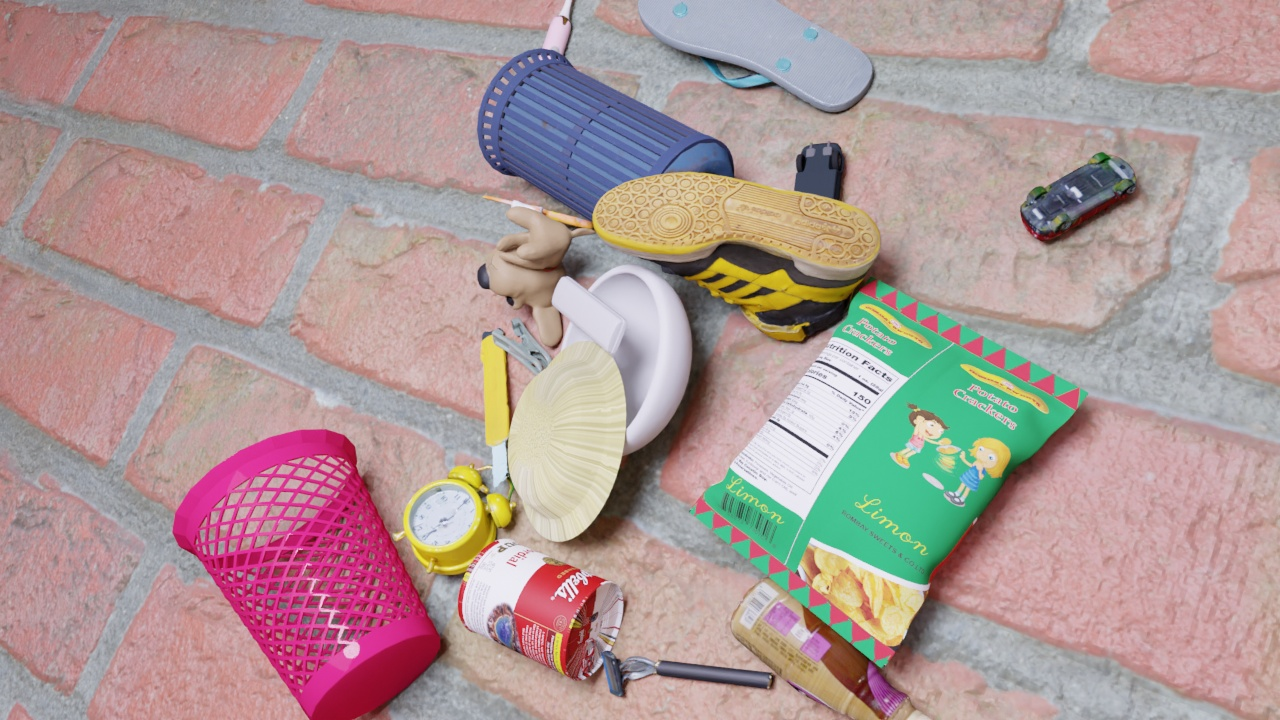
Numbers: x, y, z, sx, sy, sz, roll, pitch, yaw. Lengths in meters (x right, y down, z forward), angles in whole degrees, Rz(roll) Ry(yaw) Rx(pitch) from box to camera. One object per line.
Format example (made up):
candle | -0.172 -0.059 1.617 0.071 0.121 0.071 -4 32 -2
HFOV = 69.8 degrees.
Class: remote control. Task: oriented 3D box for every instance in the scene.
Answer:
remote control | -0.050 -0.044 0.847 0.131 0.012 0.033 39 111 54

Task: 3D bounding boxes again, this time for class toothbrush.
toothbrush | -0.101 -0.376 1.087 0.027 0.027 0.222 -8 63 54

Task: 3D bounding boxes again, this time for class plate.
plate | -0.081 0.069 0.832 0.185 0.036 0.184 -25 59 50

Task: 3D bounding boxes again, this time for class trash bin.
trash bin | -0.032 -0.202 0.917 0.249 0.139 0.139 35 87 31

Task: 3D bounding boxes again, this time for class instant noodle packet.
instant noodle packet | 0.185 0.075 0.720 0.195 0.090 0.252 36 85 33

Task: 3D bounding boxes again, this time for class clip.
clip | -0.125 -0.009 0.938 0.050 0.023 0.078 -21 52 -15

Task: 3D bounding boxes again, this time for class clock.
clock | -0.173 0.149 0.878 0.083 0.057 0.118 37 67 27

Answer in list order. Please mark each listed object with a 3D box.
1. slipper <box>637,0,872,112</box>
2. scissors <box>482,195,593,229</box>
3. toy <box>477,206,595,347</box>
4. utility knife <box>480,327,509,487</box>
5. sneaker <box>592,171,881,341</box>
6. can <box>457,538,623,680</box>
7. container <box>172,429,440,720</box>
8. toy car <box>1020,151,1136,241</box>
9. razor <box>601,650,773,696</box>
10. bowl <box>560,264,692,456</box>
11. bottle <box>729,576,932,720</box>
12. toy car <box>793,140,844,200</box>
slipper | 0.121 -0.331 0.955 0.269 0.055 0.098 31 82 21
scissors | -0.112 -0.157 0.961 0.125 0.128 0.011 16 95 12
toy | -0.107 -0.097 0.920 0.105 0.108 0.134 -3 58 -25
utility knife | -0.147 0.043 0.925 0.031 0.018 0.190 -26 47 21
sneaker | 0.080 -0.088 0.805 0.239 0.122 0.085 10 61 7
can | -0.087 0.214 0.796 0.116 0.086 0.086 15 76 29
container | -0.300 0.209 0.862 0.183 0.183 0.225 -43 65 4
toy car | 0.360 -0.133 0.755 0.091 0.036 0.042 -33 58 11
razor | 0.039 0.258 0.758 0.144 0.022 0.043 -4 110 20
bowl | -0.005 0.005 0.839 0.177 0.066 0.176 -25 59 50
bottle | 0.146 0.233 0.691 0.166 0.059 0.059 34 86 32
toy car | 0.165 -0.154 0.859 0.046 0.034 0.112 0 68 25
